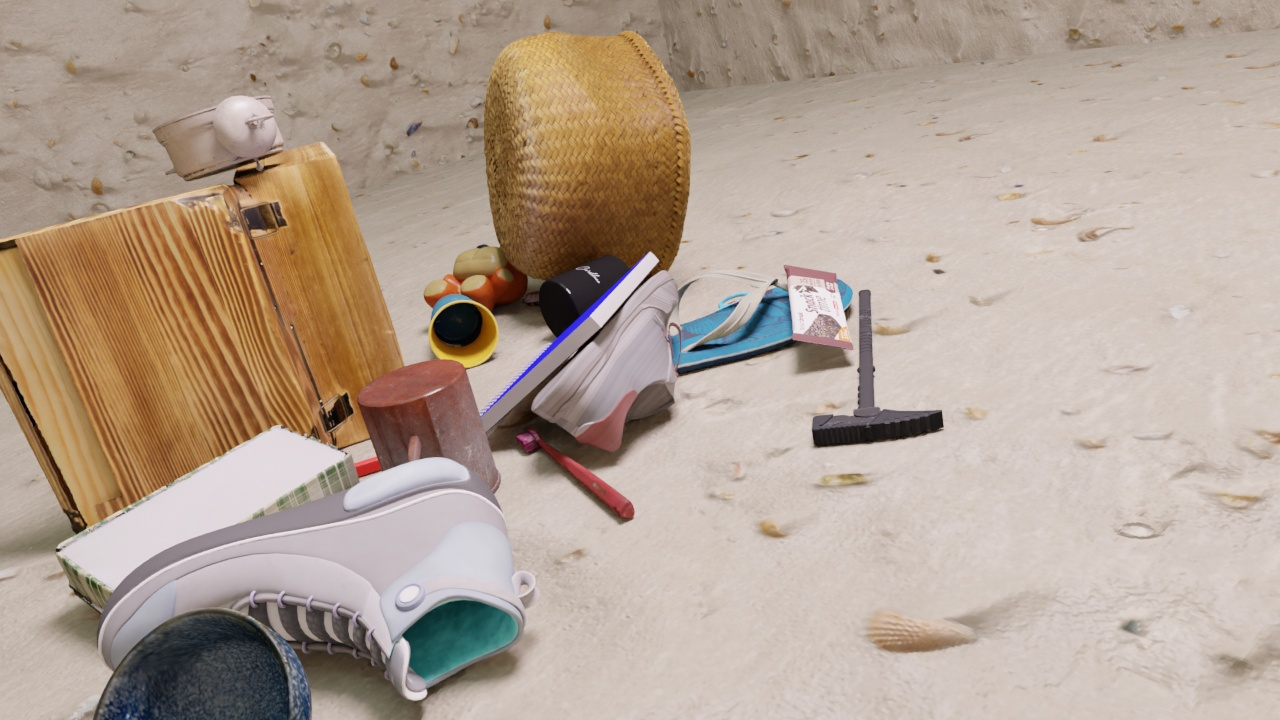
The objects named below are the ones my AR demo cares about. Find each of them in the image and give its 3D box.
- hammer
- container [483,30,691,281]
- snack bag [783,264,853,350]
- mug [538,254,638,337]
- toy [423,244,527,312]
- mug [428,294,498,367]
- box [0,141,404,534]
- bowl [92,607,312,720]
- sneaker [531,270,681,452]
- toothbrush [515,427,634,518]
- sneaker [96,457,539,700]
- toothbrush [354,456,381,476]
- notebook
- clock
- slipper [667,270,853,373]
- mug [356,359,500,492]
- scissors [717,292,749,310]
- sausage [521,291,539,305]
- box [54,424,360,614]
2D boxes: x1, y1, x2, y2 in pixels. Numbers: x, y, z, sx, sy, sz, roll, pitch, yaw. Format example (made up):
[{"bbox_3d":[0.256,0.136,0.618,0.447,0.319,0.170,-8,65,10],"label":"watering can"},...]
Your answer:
[{"bbox_3d":[0.209,-0.009,0.822,0.095,0.015,0.324,-7,21,16],"label":"hammer"},{"bbox_3d":[-0.083,-0.243,1.143,0.196,0.307,0.307,-8,19,-17],"label":"container"},{"bbox_3d":[0.168,-0.055,0.877,0.057,0.013,0.157,9,31,1],"label":"snack bag"},{"bbox_3d":[-0.047,-0.060,1.038,0.087,0.078,0.113,-27,51,-33],"label":"mug"},{"bbox_3d":[-0.205,-0.106,1.229,0.112,0.096,0.175,-5,11,25],"label":"toy"},{"bbox_3d":[-0.214,-0.041,1.083,0.078,0.078,0.121,-18,16,-12],"label":"mug"},{"bbox_3d":[-0.419,-0.033,0.900,0.335,0.279,0.286,-18,21,-18],"label":"box"},{"bbox_3d":[-0.217,0.191,0.478,0.114,0.061,0.114,-6,65,12],"label":"bowl"},{"bbox_3d":[-0.005,0.004,0.816,0.100,0.089,0.235,-41,6,39],"label":"sneaker"},{"bbox_3d":[-0.057,0.087,0.731,0.016,0.016,0.190,-27,25,-22],"label":"toothbrush"},{"bbox_3d":[-0.194,0.159,0.548,0.256,0.093,0.160,-20,30,-14],"label":"sneaker"},{"bbox_3d":[-0.242,0.097,0.823,0.212,0.012,0.018,-17,32,-12],"label":"toothbrush"},{"bbox_3d":[-0.069,-0.017,0.871,0.172,0.022,0.208,-41,6,25],"label":"notebook"},{"bbox_3d":[-0.359,-0.195,0.810,0.157,0.061,0.103,0,24,48],"label":"clock"},{"bbox_3d":[0.079,-0.043,0.919,0.294,0.060,0.118,-17,28,-9],"label":"slipper"},{"bbox_3d":[-0.169,0.068,0.723,0.096,0.110,0.123,-19,20,0],"label":"mug"},{"bbox_3d":[0.091,-0.043,0.993,0.076,0.015,0.141,13,39,44],"label":"scissors"},{"bbox_3d":[-0.090,-0.084,1.188,0.155,0.020,0.020,-2,23,27],"label":"sausage"},{"bbox_3d":[-0.334,0.127,0.727,0.118,0.051,0.204,11,31,34],"label":"box"}]
